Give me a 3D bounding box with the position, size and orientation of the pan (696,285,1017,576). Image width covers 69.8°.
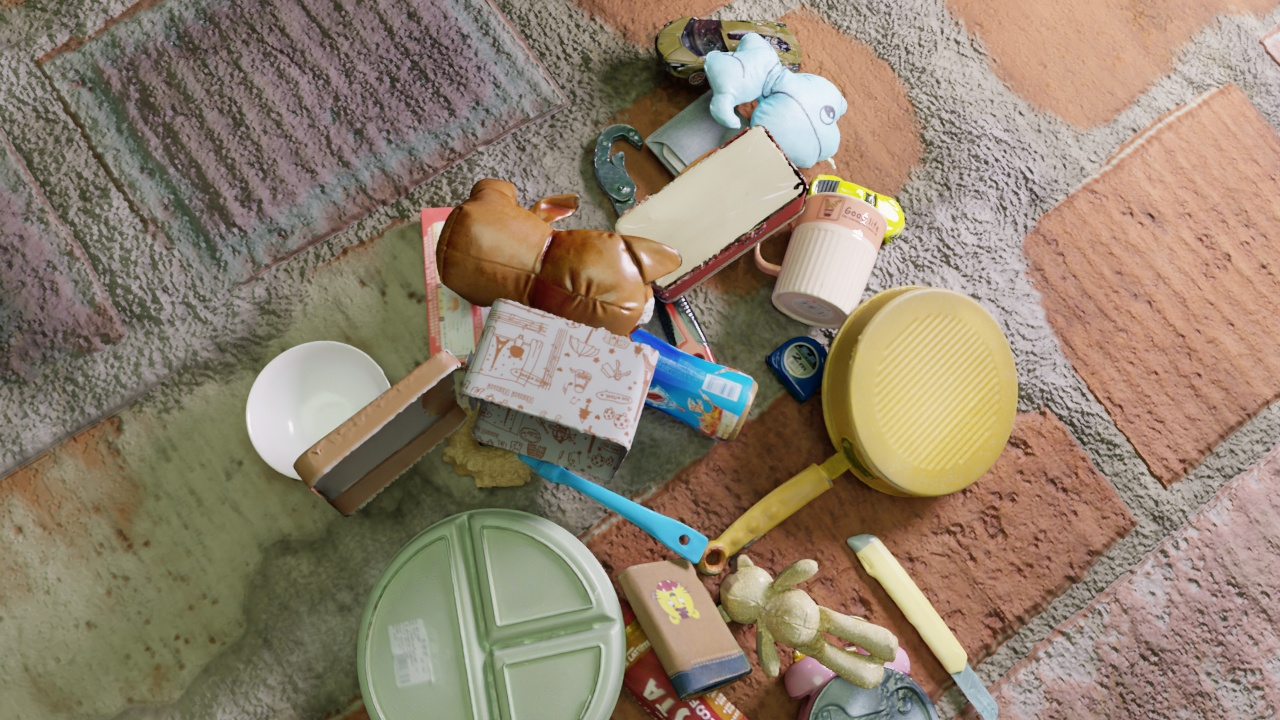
[{"bbox_3d":[0.195,0.077,0.837,0.356,0.078,0.198,-40,103,-16],"label":"pan"}]

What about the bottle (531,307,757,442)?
[{"bbox_3d":[-0.005,0.005,0.831,0.219,0.065,0.065,23,74,4],"label":"bottle"}]

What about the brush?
[{"bbox_3d":[-0.058,0.108,0.805,0.255,0.046,0.083,27,70,6],"label":"brush"}]

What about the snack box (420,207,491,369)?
[{"bbox_3d":[-0.160,-0.069,0.851,0.075,0.025,0.152,-5,77,-8],"label":"snack box"}]

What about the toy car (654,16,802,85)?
[{"bbox_3d":[0.090,-0.312,0.923,0.158,0.042,0.070,-7,68,-22],"label":"toy car"}]

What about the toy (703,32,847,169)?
[{"bbox_3d":[0.139,-0.248,0.898,0.161,0.050,0.156,-35,104,-27],"label":"toy"}]

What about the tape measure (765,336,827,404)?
[{"bbox_3d":[0.153,0.006,0.874,0.054,0.025,0.058,-38,88,-16],"label":"tape measure"}]

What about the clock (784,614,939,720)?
[{"bbox_3d":[0.187,0.300,0.788,0.117,0.060,0.158,-10,79,-9],"label":"clock"}]

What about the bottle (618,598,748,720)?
[{"bbox_3d":[0.029,0.278,0.772,0.057,0.057,0.175,-42,85,-15],"label":"bottle"}]

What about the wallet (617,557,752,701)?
[{"bbox_3d":[0.038,0.220,0.766,0.090,0.033,0.115,4,45,-47],"label":"wallet"}]

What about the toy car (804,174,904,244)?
[{"bbox_3d":[0.217,-0.154,0.920,0.105,0.032,0.048,21,74,-4],"label":"toy car"}]

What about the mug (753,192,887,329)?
[{"bbox_3d":[0.164,-0.098,0.876,0.114,0.082,0.105,19,75,10],"label":"mug"}]

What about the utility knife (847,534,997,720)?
[{"bbox_3d":[0.260,0.241,0.832,0.031,0.021,0.205,-34,76,-11],"label":"utility knife"}]

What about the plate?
[{"bbox_3d":[-0.126,0.236,0.751,0.230,0.027,0.230,-2,76,6],"label":"plate"}]

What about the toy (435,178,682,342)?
[{"bbox_3d":[-0.071,-0.072,0.781,0.200,0.130,0.140,20,107,16],"label":"toy"}]

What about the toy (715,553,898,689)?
[{"bbox_3d":[0.138,0.221,0.775,0.157,0.066,0.105,22,95,27],"label":"toy"}]

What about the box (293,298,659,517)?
[{"bbox_3d":[-0.121,0.042,0.706,0.270,0.180,0.134,-11,76,-11],"label":"box"}]

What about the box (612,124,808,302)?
[{"bbox_3d":[0.062,-0.136,0.835,0.168,0.076,0.091,-35,80,1],"label":"box"}]

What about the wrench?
[{"bbox_3d":[0.012,-0.106,0.888,0.056,0.016,0.273,-18,79,-6],"label":"wrench"}]

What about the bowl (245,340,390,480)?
[{"bbox_3d":[-0.269,0.048,0.787,0.118,0.065,0.118,2,76,-8],"label":"bowl"}]

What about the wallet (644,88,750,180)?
[{"bbox_3d":[0.080,-0.198,0.910,0.106,0.037,0.129,-40,84,-16],"label":"wallet"}]
